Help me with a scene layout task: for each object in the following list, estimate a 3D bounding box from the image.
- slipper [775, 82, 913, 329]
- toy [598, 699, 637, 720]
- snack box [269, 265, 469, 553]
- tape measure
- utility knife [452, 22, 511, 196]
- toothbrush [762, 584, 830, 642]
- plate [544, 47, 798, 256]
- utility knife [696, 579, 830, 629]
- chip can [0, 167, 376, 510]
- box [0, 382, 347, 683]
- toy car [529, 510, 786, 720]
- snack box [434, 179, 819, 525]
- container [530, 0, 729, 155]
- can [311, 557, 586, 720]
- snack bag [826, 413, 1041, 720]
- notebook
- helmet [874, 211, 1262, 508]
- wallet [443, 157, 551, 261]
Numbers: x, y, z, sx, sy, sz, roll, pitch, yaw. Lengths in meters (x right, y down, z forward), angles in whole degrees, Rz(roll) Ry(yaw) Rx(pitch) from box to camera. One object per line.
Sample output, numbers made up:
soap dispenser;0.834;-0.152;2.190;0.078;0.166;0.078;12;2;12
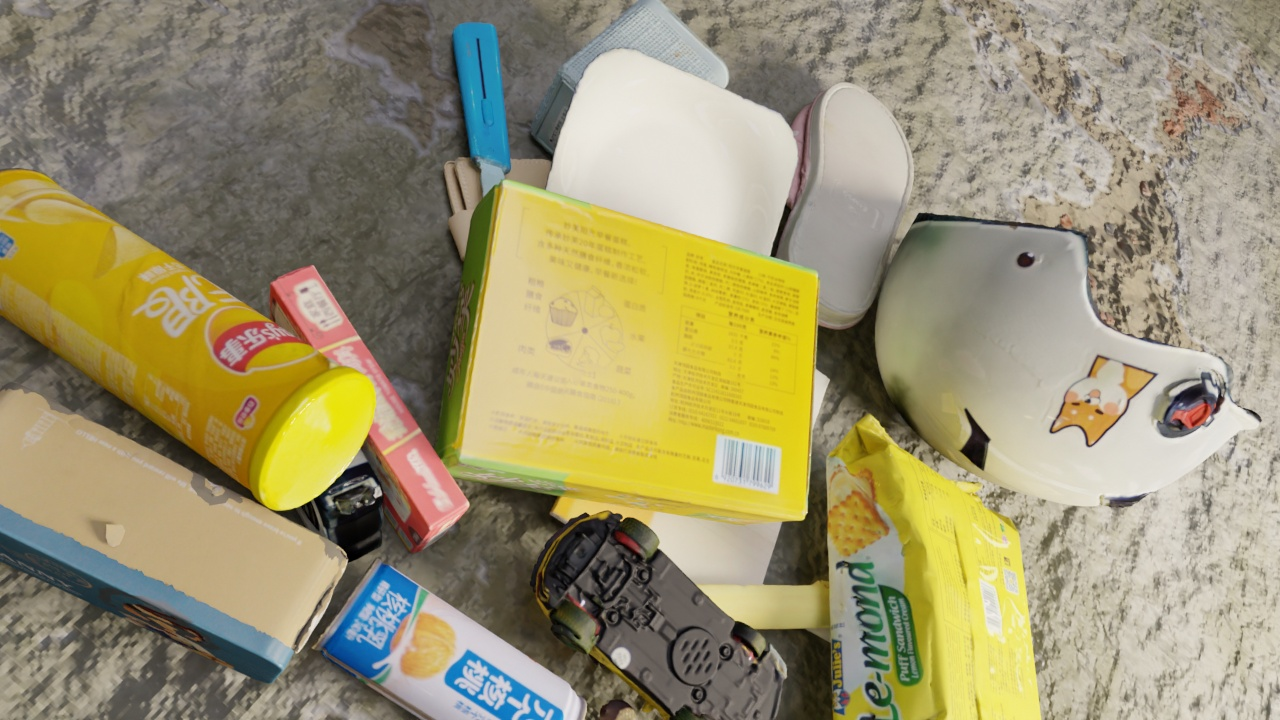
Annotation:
slipper;0.159;-0.128;0.749;0.114;0.055;0.273;29;52;-13
toy;0.013;0.253;0.464;0.105;0.066;0.157;-40;70;5
snack box;-0.149;0.029;0.493;0.025;0.075;0.153;-31;83;-30
tape measure;-0.160;0.065;0.475;0.033;0.066;0.066;-22;63;-32
utility knife;-0.104;-0.157;0.628;0.034;0.018;0.218;4;56;-26
toothbrush;0.071;0.143;0.589;0.180;0.016;0.016;31;57;-11
plate;0.014;-0.105;0.603;0.164;0.034;0.163;17;91;-23
utility knife;0.053;0.143;0.545;0.215;0.022;0.031;12;59;-32
chip can;-0.230;-0.013;0.434;0.213;0.072;0.071;29;53;13
box;-0.232;0.080;0.418;0.184;0.090;0.061;28;57;-10
toy car;0.010;0.147;0.490;0.156;0.041;0.071;43;65;-10
snack box;-0.003;0.003;0.531;0.210;0.070;0.157;13;73;-21
container;-0.012;-0.188;0.670;0.090;0.090;0.111;44;57;-1
can;-0.095;0.160;0.470;0.134;0.053;0.053;36;54;-7
snack bag;0.190;0.171;0.582;0.158;0.068;0.246;29;52;-35
notebook;0.043;0.052;0.601;0.146;0.010;0.205;35;55;-12
helmet;0.279;0.016;0.664;0.274;0.230;0.157;37;97;-14
wallet;-0.085;-0.086;0.619;0.087;0.024;0.115;-6;70;-29
